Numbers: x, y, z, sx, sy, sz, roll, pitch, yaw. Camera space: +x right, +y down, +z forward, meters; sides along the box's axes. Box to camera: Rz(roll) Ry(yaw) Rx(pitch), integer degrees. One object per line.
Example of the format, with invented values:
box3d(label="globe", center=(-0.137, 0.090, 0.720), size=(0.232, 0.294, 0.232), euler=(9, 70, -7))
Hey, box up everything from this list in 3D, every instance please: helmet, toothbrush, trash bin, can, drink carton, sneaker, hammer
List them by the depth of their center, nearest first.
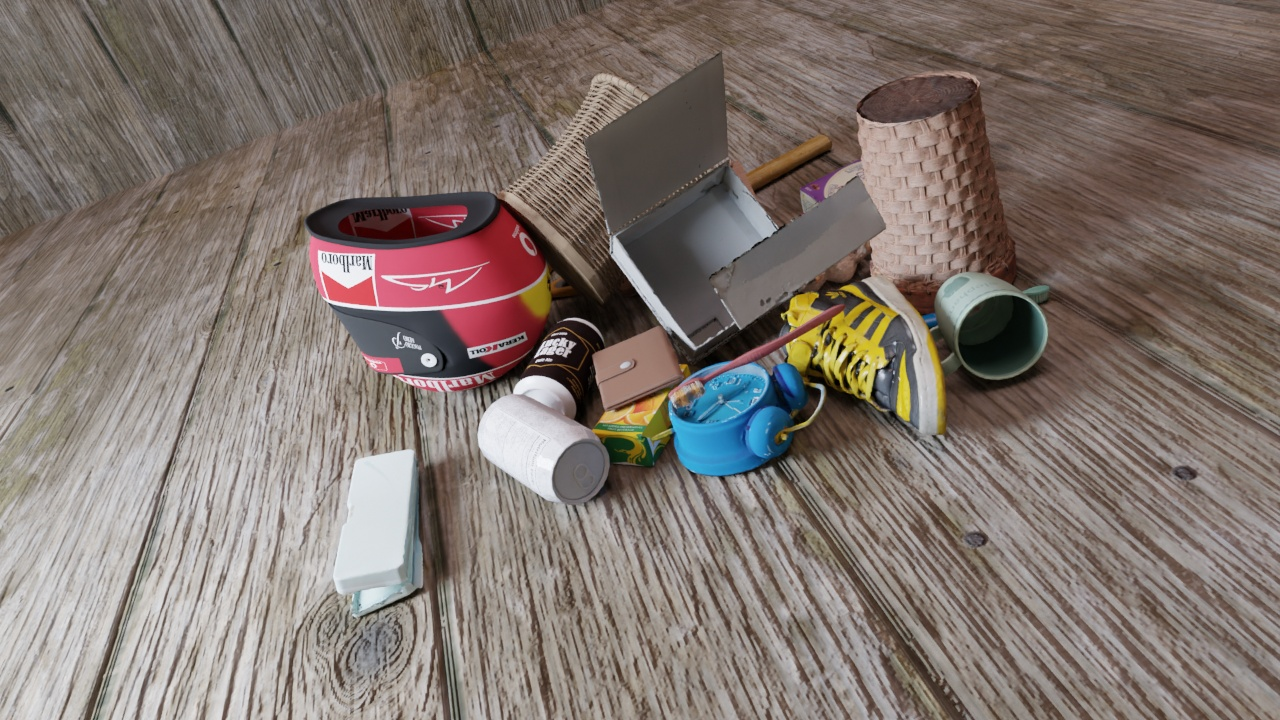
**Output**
box3d(label="toothbrush", center=(0.109, -0.005, 0.852), size=(0.184, 0.015, 0.015), euler=(-29, 32, 4))
box3d(label="sneaker", center=(0.200, -0.004, 0.866), size=(0.122, 0.086, 0.238), euler=(-11, 28, 3))
box3d(label="can", center=(-0.097, 0.087, 0.905), size=(0.078, 0.078, 0.136), euler=(-36, 34, -25))
box3d(label="toothbrush", center=(0.345, -0.051, 0.932), size=(0.135, 0.017, 0.022), euler=(-15, 32, 13))
box3d(label="drink carton", center=(0.007, 0.051, 0.938), size=(0.058, 0.041, 0.122), euler=(1, 36, 31))
box3d(label="trash bin", center=(0.304, -0.174, 0.956), size=(0.151, 0.210, 0.151), euler=(-15, 32, 9))
box3d(label="can", center=(-0.088, 0.013, 1.022), size=(0.072, 0.072, 0.128), euler=(-6, 34, 22))
box3d(label="helmet", center=(-0.241, -0.073, 1.092), size=(0.271, 0.225, 0.197), euler=(-3, 31, 4))
box3d(label="hammer", center=(0.146, -0.255, 1.352), size=(0.329, 0.033, 0.132), euler=(-30, 31, -18))

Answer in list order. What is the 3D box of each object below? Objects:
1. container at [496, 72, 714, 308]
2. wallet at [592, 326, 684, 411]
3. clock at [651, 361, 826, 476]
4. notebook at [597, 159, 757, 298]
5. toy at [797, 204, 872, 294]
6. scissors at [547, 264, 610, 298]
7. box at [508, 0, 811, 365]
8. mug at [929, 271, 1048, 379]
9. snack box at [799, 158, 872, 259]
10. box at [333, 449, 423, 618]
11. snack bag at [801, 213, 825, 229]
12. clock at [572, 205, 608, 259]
box3d(label="container", center=(-0.043, -0.201, 1.133), size=(0.196, 0.227, 0.227), euler=(-46, 36, -6))
box3d(label="wallet", center=(-0.006, 0.006, 0.960), size=(0.087, 0.013, 0.120), euler=(-23, 28, 3))
box3d(label="clock", center=(0.098, 0.050, 0.865), size=(0.162, 0.060, 0.116), euler=(-7, 32, 30))
box3d(label="notebook", center=(0.055, -0.183, 1.236), size=(0.210, 0.022, 0.169), euler=(-18, 54, 3))
box3d(label="toy", center=(0.214, -0.118, 1.070), size=(0.106, 0.074, 0.085), euler=(-45, 2, -2))
box3d(label="scissors", center=(-0.147, -0.106, 1.298), size=(0.225, 0.016, 0.225), euler=(-19, 32, 6))
box3d(label="box", center=(0.025, -0.206, 0.960), size=(0.166, 0.413, 0.149), euler=(-35, 29, -9))
box3d(label="mug", center=(0.309, -0.030, 0.863), size=(0.111, 0.084, 0.104), euler=(-41, 16, 15))
box3d(label="snack box", center=(0.300, -0.201, 1.146), size=(0.148, 0.041, 0.143), euler=(-27, 41, -11))
box3d(label="box", center=(-0.255, 0.160, 0.910), size=(0.085, 0.070, 0.198), euler=(-37, 28, 8))
box3d(label="snack bag", center=(0.314, -0.222, 1.214), size=(0.196, 0.016, 0.070), euler=(-24, 30, -5))
box3d(label="clock", center=(-0.048, -0.183, 1.321), size=(0.083, 0.057, 0.117), euler=(-29, 32, -16))
